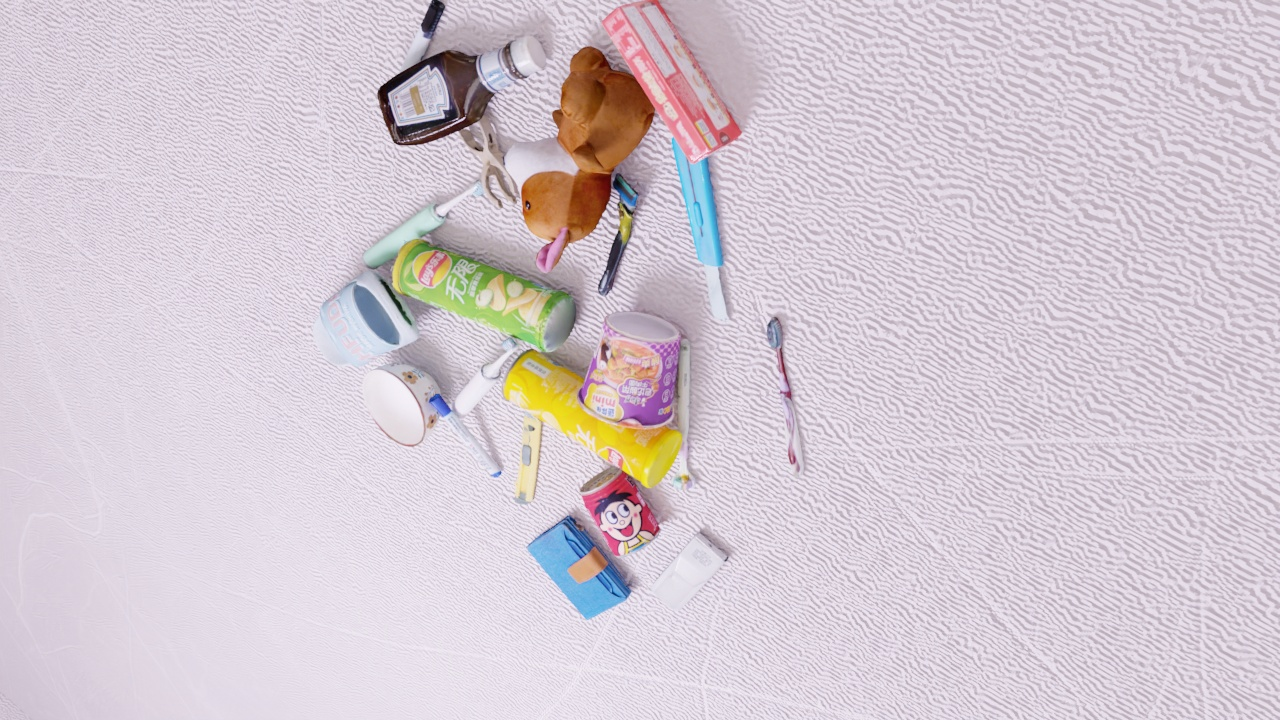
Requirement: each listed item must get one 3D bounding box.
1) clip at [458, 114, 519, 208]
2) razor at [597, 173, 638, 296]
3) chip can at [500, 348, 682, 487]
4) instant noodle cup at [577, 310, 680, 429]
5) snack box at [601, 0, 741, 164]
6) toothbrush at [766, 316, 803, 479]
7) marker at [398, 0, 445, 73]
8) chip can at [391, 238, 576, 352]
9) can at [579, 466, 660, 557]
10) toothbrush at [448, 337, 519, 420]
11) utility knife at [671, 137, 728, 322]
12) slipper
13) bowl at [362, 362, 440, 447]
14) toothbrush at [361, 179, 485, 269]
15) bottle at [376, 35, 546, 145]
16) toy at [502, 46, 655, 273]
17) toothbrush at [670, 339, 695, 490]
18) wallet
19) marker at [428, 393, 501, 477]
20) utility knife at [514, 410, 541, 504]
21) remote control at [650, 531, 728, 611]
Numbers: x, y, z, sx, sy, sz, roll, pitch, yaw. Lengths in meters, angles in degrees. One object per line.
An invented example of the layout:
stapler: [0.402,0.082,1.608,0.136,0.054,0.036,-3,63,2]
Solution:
clip: [-0.169,-0.212,1.015,0.104,0.034,0.081,47,127,7]
razor: [-0.023,-0.127,0.981,0.042,0.022,0.143,54,141,39]
chip can: [-0.058,0.064,1.052,0.213,0.071,0.072,29,125,21]
instant noodle cup: [-0.006,0.006,0.991,0.112,0.111,0.099,22,113,19]
snack box: [0.031,-0.260,0.849,0.026,0.075,0.153,-29,98,38]
toothbrush: [0.153,0.044,0.968,0.016,0.017,0.188,1,113,30]
marker: [-0.247,-0.335,1.003,0.018,0.022,0.131,39,126,-1]
chip can: [-0.180,-0.076,1.065,0.221,0.072,0.073,22,123,19]
can: [-0.026,0.182,1.110,0.067,0.066,0.094,-24,100,36]
toothbrush: [-0.191,0.025,1.115,0.026,0.026,0.222,46,143,-2]
utility knife: [0.065,-0.134,0.930,0.034,0.018,0.207,0,115,29]
slipper: [-0.368,-0.041,1.169,0.246,0.074,0.104,-19,104,49]
bowl: [-0.303,0.050,1.201,0.113,0.062,0.114,18,125,28]
toothbrush: [-0.260,-0.163,1.096,0.225,0.026,0.027,-25,132,36]
bottle: [-0.188,-0.290,0.969,0.195,0.044,0.080,-15,96,27]
toy: [-0.070,-0.197,0.909,0.130,0.139,0.200,17,124,-6]
toothbrush: [0.049,0.063,1.037,0.029,0.020,0.190,0,115,2]
wallet: [-0.082,0.276,1.210,0.133,0.040,0.107,50,132,-2]
marker: [-0.224,0.099,1.187,0.017,0.016,0.146,-11,126,33]
utility knife: [-0.143,0.112,1.178,0.031,0.020,0.195,18,117,14]
remote control: [0.058,0.263,1.130,0.049,0.024,0.125,39,126,7]
